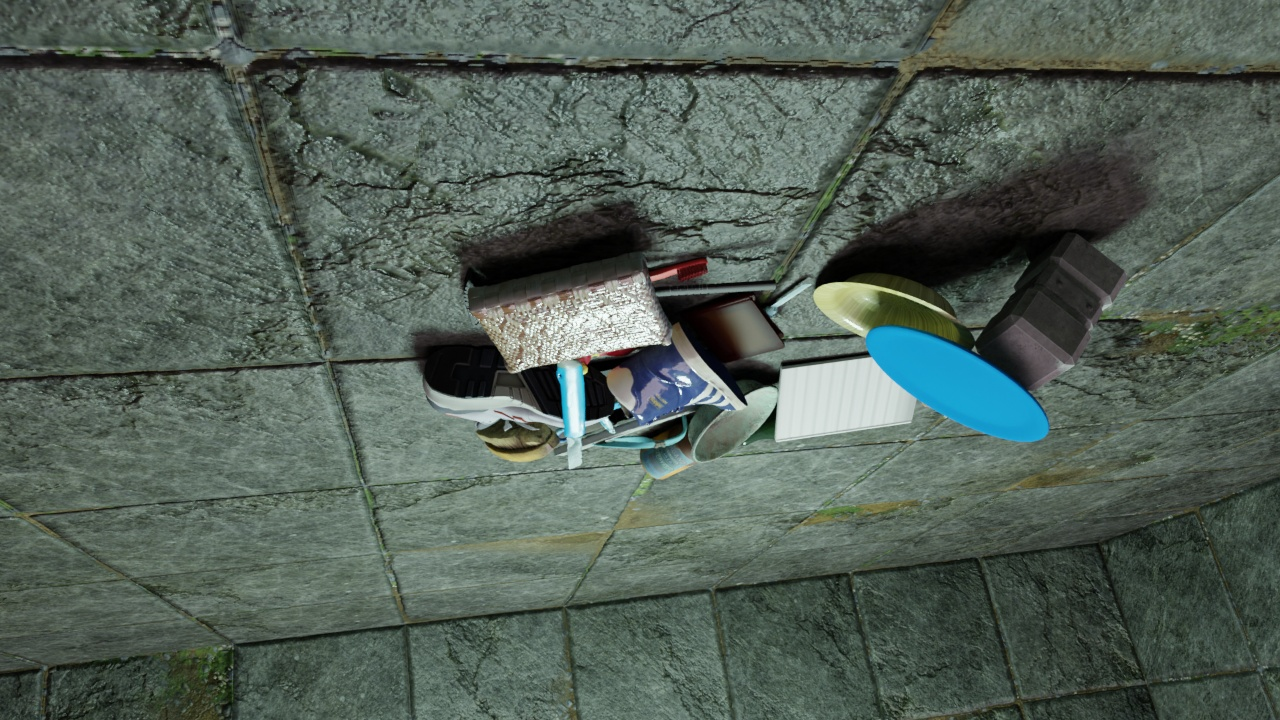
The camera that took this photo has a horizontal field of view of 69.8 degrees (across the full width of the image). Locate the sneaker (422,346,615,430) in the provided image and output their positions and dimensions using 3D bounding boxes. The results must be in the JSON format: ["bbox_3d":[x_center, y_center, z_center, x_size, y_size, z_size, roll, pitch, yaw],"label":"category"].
[{"bbox_3d":[-0.160,0.043,1.139,0.239,0.088,0.125,12,155,-23],"label":"sneaker"}]

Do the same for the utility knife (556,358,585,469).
[{"bbox_3d":[-0.080,0.066,1.075,0.031,0.015,0.222,-3,139,-5],"label":"utility knife"}]

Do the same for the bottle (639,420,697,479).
[{"bbox_3d":[0.070,0.132,1.438,0.067,0.067,0.157,10,151,-37],"label":"bottle"}]

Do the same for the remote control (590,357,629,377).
[{"bbox_3d":[-0.007,0.007,1.184,0.150,0.013,0.034,-11,155,4],"label":"remote control"}]

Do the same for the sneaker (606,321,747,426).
[{"bbox_3d":[0.044,0.040,1.121,0.118,0.091,0.233,-34,157,9],"label":"sneaker"}]

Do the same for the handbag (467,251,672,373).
[{"bbox_3d":[-0.069,-0.047,0.932,0.186,0.047,0.124,-11,144,10],"label":"handbag"}]

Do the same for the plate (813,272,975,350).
[{"bbox_3d":[0.291,-0.061,1.043,0.184,0.036,0.184,22,168,4],"label":"plate"}]

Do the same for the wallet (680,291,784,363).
[{"bbox_3d":[0.113,-0.039,1.093,0.092,0.018,0.115,-15,146,25],"label":"wallet"}]

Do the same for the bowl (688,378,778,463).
[{"bbox_3d":[0.125,0.080,1.312,0.157,0.038,0.158,-30,152,-18],"label":"bowl"}]

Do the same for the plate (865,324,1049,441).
[{"bbox_3d":[0.364,0.020,1.055,0.224,0.024,0.224,34,169,7],"label":"plate"}]

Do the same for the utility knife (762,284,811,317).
[{"bbox_3d":[0.146,-0.053,1.096,0.022,0.015,0.167,6,155,-33],"label":"utility knife"}]

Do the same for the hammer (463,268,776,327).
[{"bbox_3d":[-0.020,-0.073,0.955,0.325,0.015,0.095,-4,153,-2],"label":"hammer"}]

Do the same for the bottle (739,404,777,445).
[{"bbox_3d":[0.212,0.098,1.429,0.055,0.055,0.175,9,152,-37],"label":"bottle"}]

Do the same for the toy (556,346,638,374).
[{"bbox_3d":[-0.038,-0.030,1.040,0.137,0.067,0.106,-21,160,-3],"label":"toy"}]

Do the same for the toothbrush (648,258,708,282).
[{"bbox_3d":[-0.031,-0.074,0.979,0.213,0.017,0.012,-14,157,11],"label":"toothbrush"}]

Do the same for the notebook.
[{"bbox_3d":[0.300,0.051,1.323,0.209,0.009,0.143,-8,131,-6],"label":"notebook"}]

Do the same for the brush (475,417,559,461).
[{"bbox_3d":[-0.166,0.101,1.232,0.043,0.059,0.196,51,155,-21],"label":"brush"}]

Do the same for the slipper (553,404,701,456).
[{"bbox_3d":[-0.012,0.114,1.350,0.269,0.054,0.098,-19,174,24],"label":"slipper"}]

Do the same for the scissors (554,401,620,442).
[{"bbox_3d":[-0.065,0.072,1.260,0.139,0.011,0.134,-30,145,-2],"label":"scissors"}]

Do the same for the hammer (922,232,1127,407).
[{"bbox_3d":[0.428,-0.007,1.121,0.162,0.083,0.318,-47,173,-27],"label":"hammer"}]

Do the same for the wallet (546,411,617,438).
[{"bbox_3d":[-0.101,0.077,1.301,0.099,0.031,0.120,-20,153,18],"label":"wallet"}]
